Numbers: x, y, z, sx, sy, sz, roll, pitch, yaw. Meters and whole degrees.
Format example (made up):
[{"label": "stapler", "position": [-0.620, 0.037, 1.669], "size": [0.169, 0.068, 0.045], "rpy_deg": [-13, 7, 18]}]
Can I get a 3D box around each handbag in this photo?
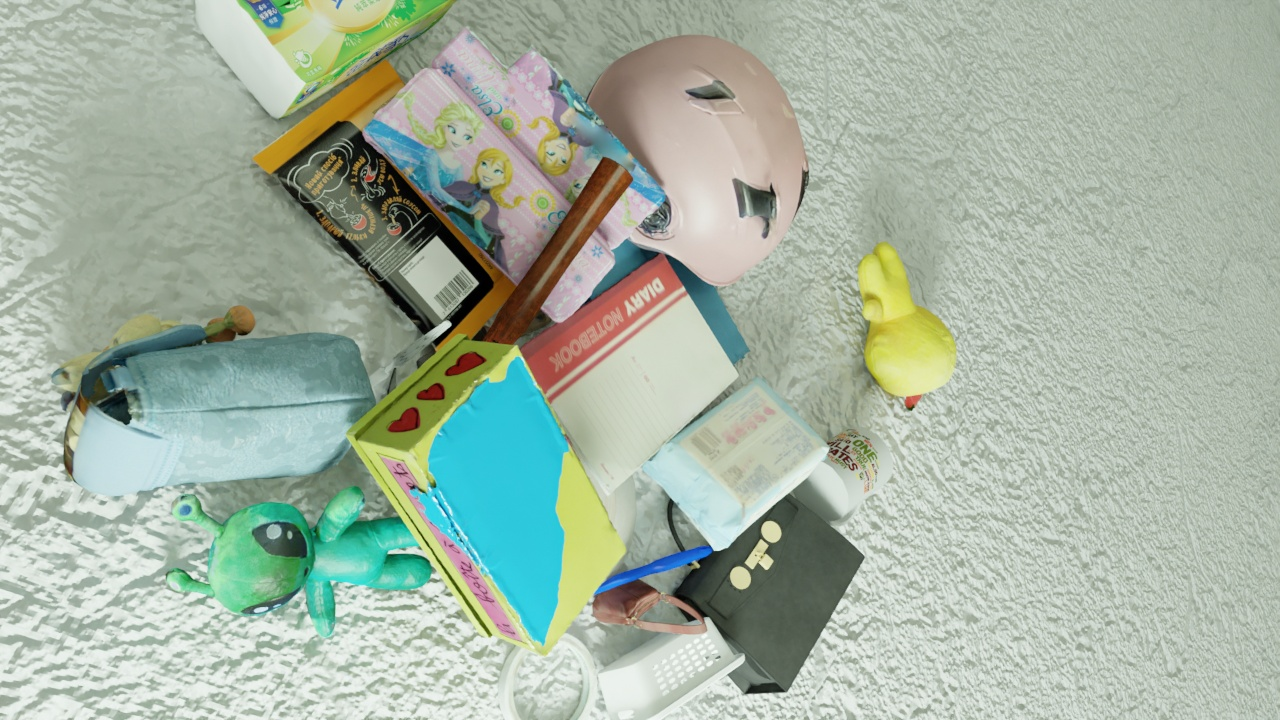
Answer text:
[{"label": "handbag", "position": [0.014, 0.220, 0.806], "size": [0.055, 0.120, 0.029], "rpy_deg": [-32, 112, -38]}, {"label": "handbag", "position": [-0.288, 0.021, 0.627], "size": [0.191, 0.122, 0.118], "rpy_deg": [-6, 62, -38]}, {"label": "handbag", "position": [0.103, 0.200, 0.929], "size": [0.196, 0.072, 0.175], "rpy_deg": [47, 55, -6]}]

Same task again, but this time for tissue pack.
[{"label": "tissue pack", "position": [0.101, 0.098, 0.918], "size": [0.112, 0.070, 0.181], "rpy_deg": [45, 50, 17]}, {"label": "tissue pack", "position": [-0.230, -0.298, 0.723], "size": [0.120, 0.142, 0.197], "rpy_deg": [47, 56, -19]}]

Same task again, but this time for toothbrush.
[{"label": "toothbrush", "position": [-0.174, -0.002, 0.674], "size": [0.010, 0.182, 0.010], "rpy_deg": [49, 58, -11]}, {"label": "toothbrush", "position": [-0.005, 0.192, 0.836], "size": [0.182, 0.016, 0.018], "rpy_deg": [-10, 103, -35]}]

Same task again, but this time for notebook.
[{"label": "notebook", "position": [-0.005, 0.005, 0.861], "size": [0.208, 0.012, 0.153], "rpy_deg": [-39, 100, -38]}]

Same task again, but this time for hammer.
[{"label": "hammer", "position": [-0.101, -0.041, 0.762], "size": [0.111, 0.028, 0.300], "rpy_deg": [35, 84, -14]}]

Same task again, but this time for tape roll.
[{"label": "tape roll", "position": [-0.079, 0.281, 0.790], "size": [0.093, 0.013, 0.093], "rpy_deg": [10, 73, -35]}]

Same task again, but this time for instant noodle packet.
[{"label": "instant noodle packet", "position": [-0.191, -0.130, 0.784], "size": [0.221, 0.032, 0.159], "rpy_deg": [49, 53, -18]}]

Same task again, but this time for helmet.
[{"label": "helmet", "position": [0.077, -0.209, 0.918], "size": [0.229, 0.153, 0.255], "rpy_deg": [-30, 97, -52]}]

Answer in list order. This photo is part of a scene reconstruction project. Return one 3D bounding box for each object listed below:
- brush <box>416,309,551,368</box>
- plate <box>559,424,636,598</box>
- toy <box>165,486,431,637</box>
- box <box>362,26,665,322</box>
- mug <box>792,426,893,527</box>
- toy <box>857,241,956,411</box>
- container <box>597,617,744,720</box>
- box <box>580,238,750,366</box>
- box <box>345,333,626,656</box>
[{"label": "brush", "position": [-0.135, -0.013, 0.814], "size": [0.150, 0.012, 0.039], "rpy_deg": [-31, 99, -38]}, {"label": "plate", "position": [-0.073, 0.126, 0.820], "size": [0.188, 0.027, 0.188], "rpy_deg": [9, 74, -36]}, {"label": "toy", "position": [-0.239, 0.138, 0.667], "size": [0.193, 0.072, 0.131], "rpy_deg": [7, 111, -37]}, {"label": "box", "position": [-0.097, -0.165, 0.781], "size": [0.159, 0.035, 0.230], "rpy_deg": [-48, 111, -7]}, {"label": "mug", "position": [0.226, 0.138, 1.024], "size": [0.089, 0.073, 0.105], "rpy_deg": [-26, 122, -38]}, {"label": "toy", "position": [0.320, -0.041, 1.118], "size": [0.133, 0.092, 0.207], "rpy_deg": [-35, 99, -40]}, {"label": "container", "position": [0.022, 0.279, 0.828], "size": [0.129, 0.081, 0.049], "rpy_deg": [-18, 79, -41]}, {"label": "box", "position": [0.019, -0.067, 0.932], "size": [0.174, 0.034, 0.231], "rpy_deg": [-40, 104, -37]}, {"label": "box", "position": [-0.107, 0.101, 0.687], "size": [0.124, 0.081, 0.221], "rpy_deg": [-50, 128, -33]}]
